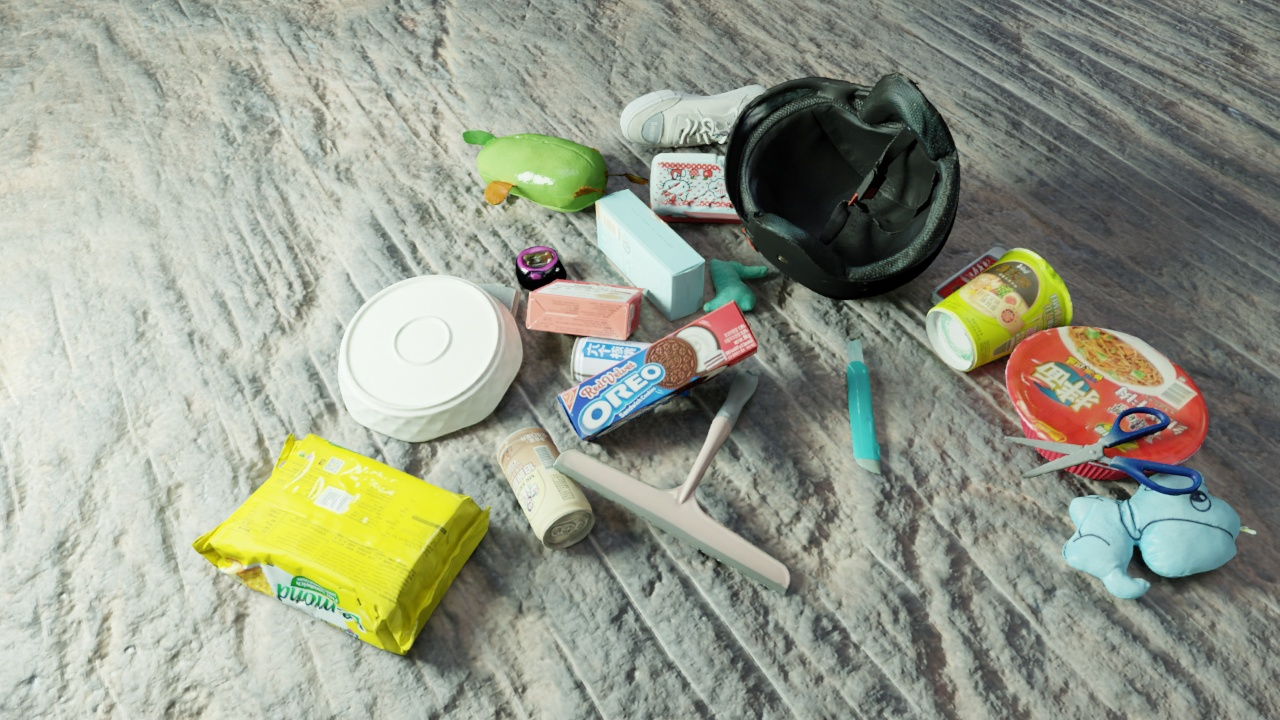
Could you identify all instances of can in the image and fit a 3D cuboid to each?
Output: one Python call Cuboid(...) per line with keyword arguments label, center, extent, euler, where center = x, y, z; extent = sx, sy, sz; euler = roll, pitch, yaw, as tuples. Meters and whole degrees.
Cuboid(label="can", center=(-0.093, 0.123, 0.896), extent=(0.058, 0.059, 0.116), euler=(-21, 50, -18))
Cuboid(label="can", center=(-0.006, 0.006, 1.006), extent=(0.134, 0.053, 0.053), euler=(7, 48, 8))

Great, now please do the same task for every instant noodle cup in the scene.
Cuboid(label="instant noodle cup", center=(0.469, 0.053, 0.945), extent=(0.194, 0.066, 0.193), euler=(-1, 47, 1))
Cuboid(label="instant noodle cup", center=(0.390, -0.048, 1.019), extent=(0.123, 0.112, 0.111), euler=(-28, 52, -13))

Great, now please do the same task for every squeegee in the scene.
Cuboid(label="squeegee", center=(0.077, 0.076, 0.932), extent=(0.248, 0.040, 0.248), euler=(27, 44, 7))

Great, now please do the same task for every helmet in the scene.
Cuboid(label="helmet", center=(0.231, -0.194, 1.061), extent=(0.233, 0.230, 0.274), euler=(-46, 66, 0))

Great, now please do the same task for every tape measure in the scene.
Cuboid(label="tape measure", center=(-0.125, -0.115, 1.130), extent=(0.057, 0.039, 0.057), euler=(-16, 49, -13))

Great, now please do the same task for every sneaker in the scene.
Cuboid(label="sneaker", center=(0.093, -0.331, 1.302), extent=(0.242, 0.090, 0.090), euler=(-12, 52, -18))

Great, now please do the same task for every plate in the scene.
Cuboid(label="plate", center=(-0.235, -0.012, 1.006), extent=(0.205, 0.046, 0.204), euler=(-2, 60, 3))

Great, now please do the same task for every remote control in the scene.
Cuboid(label="remote control", center=(0.413, -0.095, 1.113), extent=(0.135, 0.020, 0.056), euler=(-31, 53, -25))

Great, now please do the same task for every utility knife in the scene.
Cuboid(label="utility knife", center=(0.239, 0.046, 0.991), extent=(0.029, 0.013, 0.186), euler=(4, 49, 3))

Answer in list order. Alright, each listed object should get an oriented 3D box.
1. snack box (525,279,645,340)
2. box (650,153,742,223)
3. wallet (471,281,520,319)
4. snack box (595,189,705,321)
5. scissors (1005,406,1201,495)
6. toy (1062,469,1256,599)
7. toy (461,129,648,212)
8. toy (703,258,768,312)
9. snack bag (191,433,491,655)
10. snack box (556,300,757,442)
Cuboid(label="snack box", center=(-0.059, -0.060, 1.053), extent=(0.113, 0.044, 0.127), euler=(7, 12, 8))
Cuboid(label="box", center=(0.114, -0.231, 1.194), extent=(0.201, 0.099, 0.095), euler=(2, 47, 2))
Cuboid(label="wallet", center=(-0.213, -0.048, 1.074), extent=(0.130, 0.037, 0.106), euler=(5, 58, 7))
Cuboid(label="snack box", center=(0.010, -0.131, 1.119), extent=(0.051, 0.074, 0.175), euler=(-26, 52, -21))
Cuboid(label="scissors", center=(0.440, 0.089, 0.859), extent=(0.162, 0.012, 0.163), euler=(-35, 56, -24))
Cuboid(label="toy", center=(0.483, 0.159, 0.857), extent=(0.156, 0.050, 0.161), euler=(15, 54, 17))
Cuboid(label="toy", center=(-0.121, -0.250, 1.223), extent=(0.247, 0.090, 0.226), euler=(21, 34, 28))
Cuboid(label="toy", center=(0.115, -0.093, 1.114), extent=(0.096, 0.030, 0.091), euler=(-5, 49, -11))
Cuboid(label="snack bag", center=(-0.274, 0.159, 0.861), extent=(0.247, 0.068, 0.157), euler=(17, 50, 18))
Cuboid(label="snack box", center=(0.019, 0.014, 0.945), extent=(0.207, 0.058, 0.057), euler=(-28, 81, 2))
